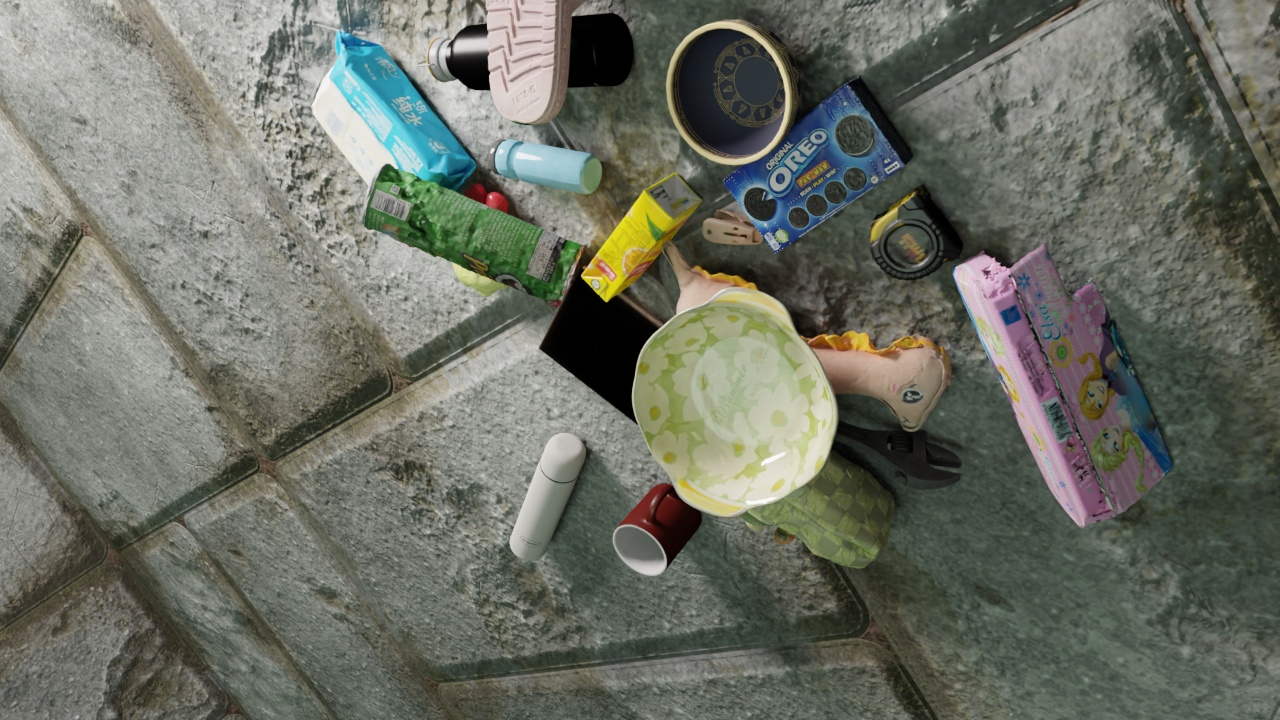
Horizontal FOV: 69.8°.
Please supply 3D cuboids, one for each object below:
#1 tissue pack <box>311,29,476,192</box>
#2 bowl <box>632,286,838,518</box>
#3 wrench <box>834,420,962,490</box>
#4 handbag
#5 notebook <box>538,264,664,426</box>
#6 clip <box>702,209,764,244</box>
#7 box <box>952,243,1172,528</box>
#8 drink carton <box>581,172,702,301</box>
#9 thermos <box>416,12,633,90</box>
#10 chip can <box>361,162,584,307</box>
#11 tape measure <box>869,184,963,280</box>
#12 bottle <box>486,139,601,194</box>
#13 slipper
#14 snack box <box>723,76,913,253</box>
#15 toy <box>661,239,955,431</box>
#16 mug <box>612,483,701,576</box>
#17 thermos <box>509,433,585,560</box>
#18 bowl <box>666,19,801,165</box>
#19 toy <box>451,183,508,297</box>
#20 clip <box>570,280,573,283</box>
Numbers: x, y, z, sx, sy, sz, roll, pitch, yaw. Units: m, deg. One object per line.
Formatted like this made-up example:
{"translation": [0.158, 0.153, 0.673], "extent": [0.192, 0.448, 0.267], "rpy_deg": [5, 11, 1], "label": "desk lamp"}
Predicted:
{"translation": [-0.276, -0.247, 1.003], "extent": [0.209, 0.065, 0.117], "rpy_deg": [50, 136, -1], "label": "tissue pack"}
{"translation": [0.090, 0.034, 0.830], "extent": [0.188, 0.060, 0.220], "rpy_deg": [19, 113, 20], "label": "bowl"}
{"translation": [0.172, 0.061, 0.880], "extent": [0.273, 0.072, 0.018], "rpy_deg": [20, 129, 29], "label": "wrench"}
{"translation": [0.155, 0.138, 0.915], "extent": [0.186, 0.113, 0.117], "rpy_deg": [35, 140, 11], "label": "handbag"}
{"translation": [-0.006, 0.006, 1.003], "extent": [0.209, 0.008, 0.142], "rpy_deg": [37, 134, 4], "label": "notebook"}
{"translation": [0.083, -0.118, 0.842], "extent": [0.061, 0.043, 0.025], "rpy_deg": [20, 130, 32], "label": "clip"}
{"translation": [0.342, 0.011, 0.729], "extent": [0.097, 0.085, 0.230], "rpy_deg": [-26, 103, 11], "label": "box"}
{"translation": [-0.002, -0.118, 0.893], "extent": [0.043, 0.058, 0.135], "rpy_deg": [47, 135, 4], "label": "drink carton"}
{"translation": [-0.119, -0.287, 0.863], "extent": [0.232, 0.061, 0.061], "rpy_deg": [9, 123, 32], "label": "thermos"}
{"translation": [-0.174, -0.129, 0.948], "extent": [0.223, 0.075, 0.076], "rpy_deg": [22, 133, -5], "label": "chip can"}
{"translation": [0.224, -0.099, 0.755], "extent": [0.063, 0.038, 0.067], "rpy_deg": [-36, 98, 37], "label": "tape measure"}
{"translation": [-0.102, -0.198, 0.925], "extent": [0.130, 0.040, 0.040], "rpy_deg": [17, 127, 27], "label": "bottle"}
{"translation": [-0.082, -0.321, 0.770], "extent": [0.094, 0.064, 0.239], "rpy_deg": [12, 108, 33], "label": "slipper"}
{"translation": [0.146, -0.162, 0.775], "extent": [0.082, 0.027, 0.151], "rpy_deg": [52, 135, -4], "label": "snack box"}
{"translation": [0.146, -0.024, 0.844], "extent": [0.265, 0.065, 0.196], "rpy_deg": [3, 124, 33], "label": "toy"}
{"translation": [0.022, 0.184, 1.060], "extent": [0.073, 0.082, 0.106], "rpy_deg": [25, 131, 21], "label": "mug"}
{"translation": [-0.120, 0.177, 1.182], "extent": [0.052, 0.052, 0.225], "rpy_deg": [35, 134, 12], "label": "thermos"}
{"translation": [0.085, -0.224, 0.754], "extent": [0.112, 0.061, 0.113], "rpy_deg": [19, 127, 27], "label": "bowl"}
{"translation": [-0.175, -0.132, 1.020], "extent": [0.092, 0.045, 0.135], "rpy_deg": [29, 130, 13], "label": "toy"}
{"translation": [-0.054, -0.088, 0.984], "extent": [0.053, 0.013, 0.036], "rpy_deg": [-5, 116, 36], "label": "clip"}
